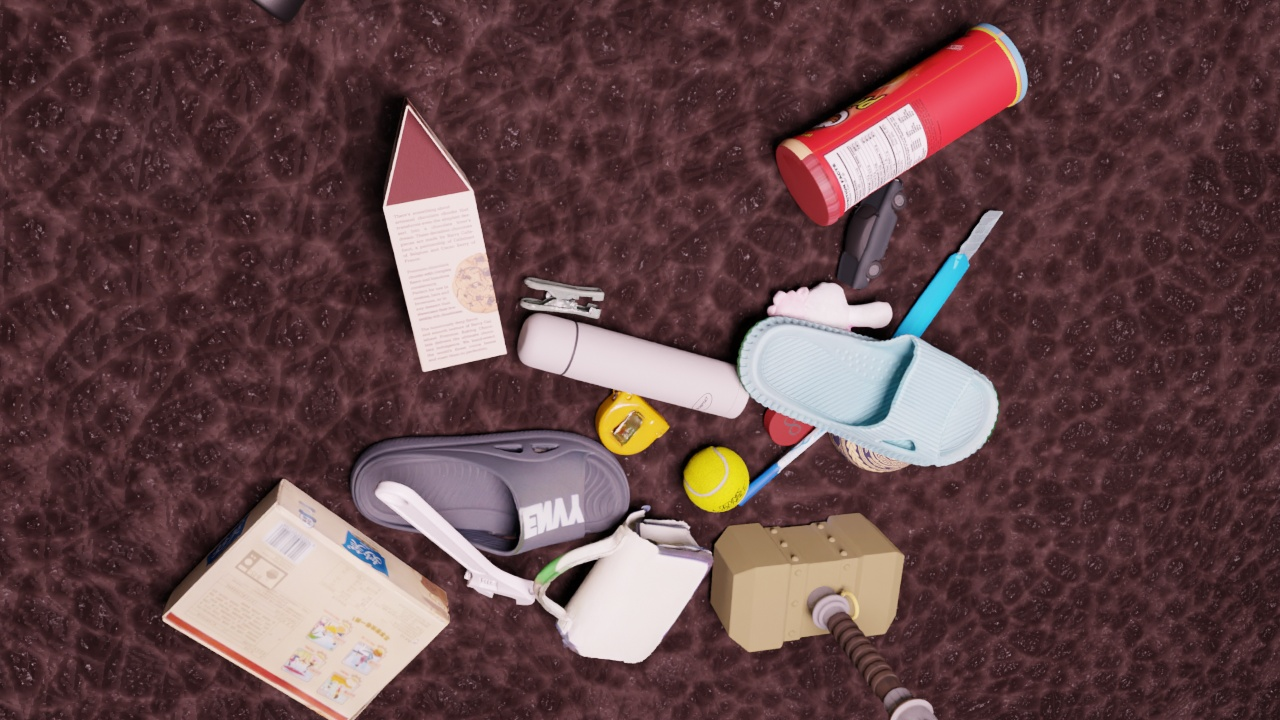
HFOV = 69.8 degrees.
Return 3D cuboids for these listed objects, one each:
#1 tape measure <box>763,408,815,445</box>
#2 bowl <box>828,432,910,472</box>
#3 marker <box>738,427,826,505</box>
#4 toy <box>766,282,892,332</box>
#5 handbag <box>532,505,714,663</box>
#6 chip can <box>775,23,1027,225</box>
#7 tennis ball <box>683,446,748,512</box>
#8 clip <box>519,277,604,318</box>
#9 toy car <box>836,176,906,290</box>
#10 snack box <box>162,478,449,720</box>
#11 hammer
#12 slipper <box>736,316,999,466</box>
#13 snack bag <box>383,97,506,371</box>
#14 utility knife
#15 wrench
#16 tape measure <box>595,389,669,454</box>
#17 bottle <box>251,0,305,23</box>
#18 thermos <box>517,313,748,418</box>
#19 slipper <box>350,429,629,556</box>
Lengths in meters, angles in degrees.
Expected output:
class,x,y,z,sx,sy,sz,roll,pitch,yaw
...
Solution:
class,x,y,z,sx,sy,sz,roll,pitch,yaw
tape measure,0.152,0.058,0.945,0.051,0.019,0.059,-29,123,-1
bowl,0.259,0.071,0.950,0.112,0.061,0.112,-5,116,-11
marker,0.152,0.102,0.953,0.142,0.013,0.013,-43,115,14
toy,0.182,-0.040,0.908,0.125,0.037,0.076,14,109,-14
handbag,-0.034,0.217,0.912,0.175,0.074,0.151,18,110,-39
chip can,0.235,-0.214,0.833,0.213,0.087,0.087,-32,114,-3
tennis ball,0.076,0.120,0.923,0.065,0.065,0.065,-5,111,-13
clip,-0.072,-0.057,0.843,0.076,0.023,0.043,8,106,-20
toy car,0.219,-0.124,0.883,0.034,0.046,0.112,9,109,-23
snack box,-0.308,0.232,0.868,0.153,0.055,0.207,-45,114,4
hammer,0.206,0.274,0.872,0.190,0.324,0.101,-3,110,-14
slipper,0.225,0.029,0.871,0.276,0.069,0.116,17,90,-11
snack bag,-0.170,-0.108,0.758,0.070,0.094,0.206,-13,112,-10
utility knife,0.305,-0.067,0.943,0.031,0.015,0.207,28,104,-23
wrench,-0.163,0.170,0.826,0.066,0.018,0.273,3,149,20
tape measure,-0.014,0.062,0.898,0.059,0.030,0.068,-45,114,2
bottle,-0.234,-0.341,0.674,0.059,0.059,0.182,35,98,-23
thermos,-0.005,0.005,0.865,0.224,0.052,0.052,15,105,-20
slipper,-0.134,0.126,0.862,0.268,0.083,0.111,4,107,-15
